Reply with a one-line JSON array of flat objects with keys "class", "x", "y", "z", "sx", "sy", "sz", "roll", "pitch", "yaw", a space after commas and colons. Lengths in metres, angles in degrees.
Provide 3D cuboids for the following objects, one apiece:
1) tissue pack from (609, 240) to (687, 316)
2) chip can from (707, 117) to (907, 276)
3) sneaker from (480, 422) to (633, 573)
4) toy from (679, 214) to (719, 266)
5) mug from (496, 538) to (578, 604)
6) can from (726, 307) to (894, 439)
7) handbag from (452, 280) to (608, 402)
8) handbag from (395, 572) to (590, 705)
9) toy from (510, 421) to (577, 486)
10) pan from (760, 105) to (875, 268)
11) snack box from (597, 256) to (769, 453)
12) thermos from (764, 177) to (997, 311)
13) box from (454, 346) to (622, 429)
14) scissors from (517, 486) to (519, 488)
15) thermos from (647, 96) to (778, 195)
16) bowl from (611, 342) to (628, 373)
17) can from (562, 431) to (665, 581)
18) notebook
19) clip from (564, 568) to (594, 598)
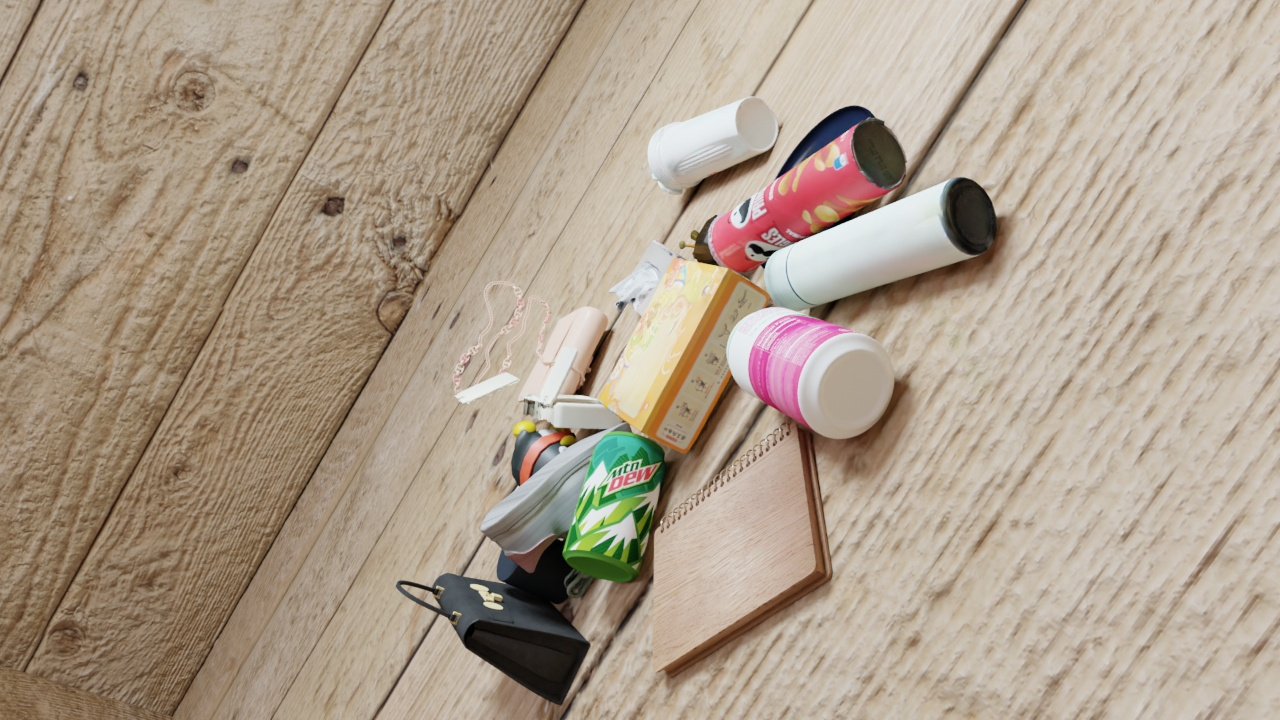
[{"class": "tissue pack", "x": 0.016, "y": -0.100, "z": 1.198, "sx": 0.104, "sy": 0.071, "sz": 0.181, "roll": -55, "pitch": 19, "yaw": 8}, {"class": "chip can", "x": 0.159, "y": -0.155, "z": 0.910, "sx": 0.234, "sy": 0.073, "sz": 0.073, "roll": -27, "pitch": 40, "yaw": 58}, {"class": "sneaker", "x": -0.077, "y": 0.161, "z": 1.066, "sx": 0.235, "sy": 0.089, "sz": 0.099, "roll": -37, "pitch": 9, "yaw": -40}, {"class": "toy", "x": 0.083, "y": -0.135, "z": 1.091, "sx": 0.100, "sy": 0.062, "sz": 0.076, "roll": 18, "pitch": 120, "yaw": 56}, {"class": "mug", "x": -0.114, "y": 0.227, "z": 1.096, "sx": 0.071, "sy": 0.077, "sz": 0.105, "roll": -13, "pitch": 51, "yaw": 60}, {"class": "can", "x": 0.143, "y": 0.006, "z": 0.804, "sx": 0.088, "sy": 0.088, "sz": 0.166, "roll": -60, "pitch": 23, "yaw": 1}, {"class": "handbag", "x": -0.161, "y": -0.016, "z": 1.334, "sx": 0.117, "sy": 0.187, "sz": 0.198, "roll": -28, "pitch": 34, "yaw": 63}, {"class": "handbag", "x": -0.182, "y": 0.284, "z": 1.020, "sx": 0.072, "sy": 0.195, "sz": 0.176, "roll": -64, "pitch": 23, "yaw": -7}, {"class": "toy", "x": -0.109, "y": 0.140, "z": 1.175, "sx": 0.119, "sy": 0.097, "sz": 0.100, "roll": 25, "pitch": 103, "yaw": 45}, {"class": "pan", "x": 0.152, "y": -0.156, "z": 1.061, "sx": 0.358, "sy": 0.021, "sz": 0.198, "roll": -34, "pitch": 36, "yaw": 53}, {"class": "snack box", "x": 0.049, "y": -0.007, "z": 1.023, "sx": 0.195, "sy": 0.080, "sz": 0.145, "roll": -62, "pitch": 24, "yaw": 0}, {"class": "thermos", "x": 0.205, "y": -0.098, "z": 0.825, "sx": 0.231, "sy": 0.068, "sz": 0.067, "roll": -17, "pitch": 49, "yaw": 59}, {"class": "box", "x": -0.130, "y": 0.029, "z": 1.179, "sx": 0.144, "sy": 0.194, "sz": 0.101, "roll": 6, "pitch": 92, "yaw": 63}, {"class": "scissors", "x": -0.159, "y": 0.180, "z": 1.327, "sx": 0.159, "sy": 0.014, "sz": 0.172, "roll": -30, "pitch": 38, "yaw": 50}, {"class": "thermos", "x": 0.090, "y": -0.294, "z": 1.261, "sx": 0.221, "sy": 0.099, "sz": 0.099, "roll": -3, "pitch": 60, "yaw": 59}, {"class": "bowl", "x": -0.007, "y": 0.007, "z": 1.189, "sx": 0.118, "sy": 0.030, "sz": 0.117, "roll": -46, "pitch": 27, "yaw": 32}, {"class": "can", "x": -0.025, "y": 0.156, "z": 0.987, "sx": 0.083, "sy": 0.083, "sz": 0.143, "roll": -28, "pitch": 39, "yaw": 52}, {"class": "notebook", "x": 0.082, "y": 0.168, "z": 0.832, "sx": 0.211, "sy": 0.022, "sz": 0.168, "roll": -44, "pitch": 29, "yaw": 34}, {"class": "clip", "x": -0.060, "y": 0.236, "z": 1.047, "sx": 0.076, "sy": 0.023, "sz": 0.047, "roll": -55, "pitch": 22, "yaw": 8}]
